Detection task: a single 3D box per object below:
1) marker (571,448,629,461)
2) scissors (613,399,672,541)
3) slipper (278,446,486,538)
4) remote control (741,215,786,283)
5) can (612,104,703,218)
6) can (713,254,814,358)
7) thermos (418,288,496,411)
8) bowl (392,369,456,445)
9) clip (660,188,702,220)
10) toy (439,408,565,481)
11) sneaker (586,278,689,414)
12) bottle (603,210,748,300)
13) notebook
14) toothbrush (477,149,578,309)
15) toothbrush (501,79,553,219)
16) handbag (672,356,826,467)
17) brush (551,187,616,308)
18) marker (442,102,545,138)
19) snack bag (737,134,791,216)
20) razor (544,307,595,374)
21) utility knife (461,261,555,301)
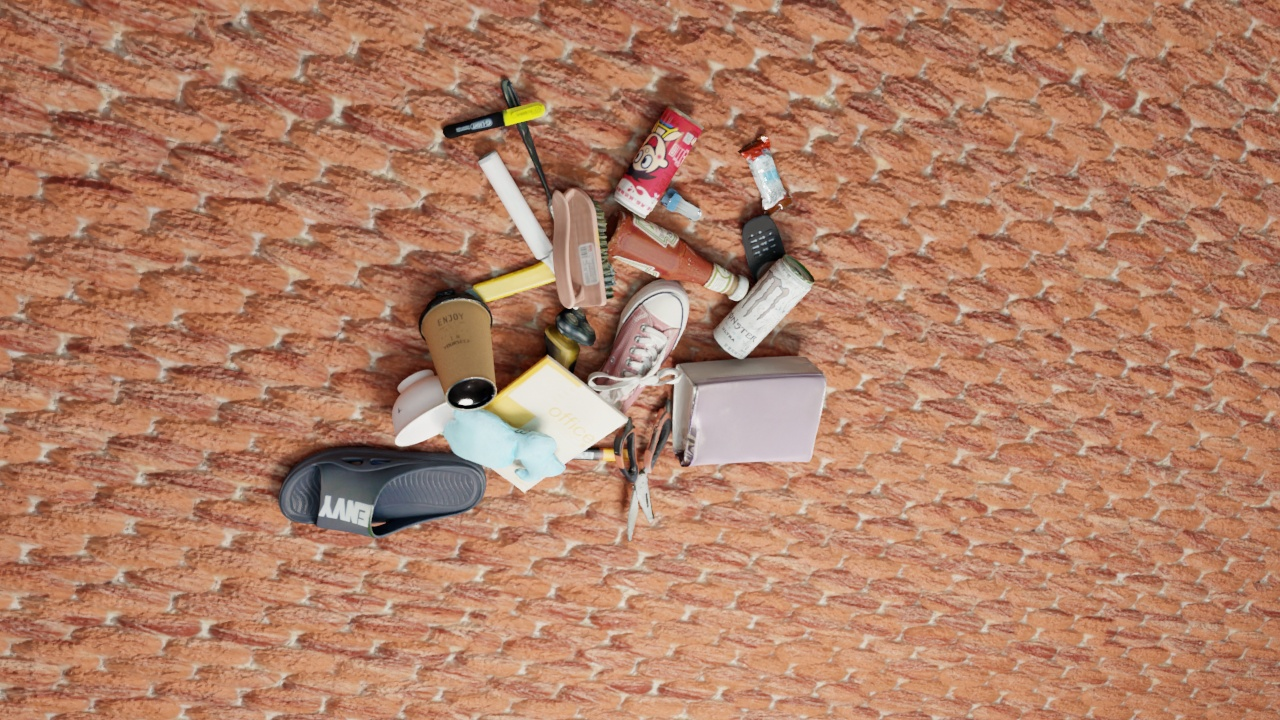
[{"bbox_3d":[-0.071,0.132,1.293,0.123,0.015,0.018,2,110,-13],"label":"marker"},{"bbox_3d":[0.002,0.153,1.289,0.189,0.015,0.224,28,85,-59],"label":"scissors"},{"bbox_3d":[-0.333,0.175,1.202,0.268,0.083,0.111,-1,110,-16],"label":"slipper"},{"bbox_3d":[0.171,-0.135,1.240,0.053,0.024,0.136,-22,119,0],"label":"remote control"},{"bbox_3d":[0.021,-0.245,1.137,0.053,0.053,0.133,28,102,-24],"label":"can"},{"bbox_3d":[0.164,-0.071,1.228,0.058,0.058,0.147,30,117,-24],"label":"can"},{"bbox_3d":[-0.219,-0.012,1.124,0.093,0.143,0.093,-12,140,-10],"label":"thermos"},{"bbox_3d":[-0.272,0.051,1.167,0.118,0.118,0.064,-32,79,-1],"label":"bowl"},{"bbox_3d":[0.056,-0.199,1.187,0.058,0.044,0.027,26,102,-28],"label":"clip"},{"bbox_3d":[-0.184,0.110,1.195,0.156,0.049,0.161,-3,138,10],"label":"toy"},{"bbox_3d":[-0.007,0.007,1.216,0.118,0.088,0.241,28,103,-23],"label":"sneaker"},{"bbox_3d":[0.049,-0.130,1.191,0.206,0.059,0.060,22,105,-22],"label":"bottle"},{"bbox_3d":[-0.139,0.088,1.214,0.207,0.010,0.146,-35,119,28],"label":"notebook"},{"bbox_3d":[-0.132,-0.157,1.136,0.026,0.027,0.221,-50,118,-41],"label":"toothbrush"},{"bbox_3d":[-0.131,-0.252,1.115,0.015,0.018,0.181,-20,114,2],"label":"toothbrush"},{"bbox_3d":[0.147,0.072,1.280,0.196,0.098,0.145,-3,111,-15],"label":"handbag"},{"bbox_3d":[-0.076,-0.138,1.122,0.072,0.063,0.145,-15,102,-50],"label":"brush"},{"bbox_3d":[-0.173,-0.283,1.083,0.124,0.015,0.018,-14,109,0],"label":"marker"},{"bbox_3d":[0.164,-0.239,1.194,0.045,0.026,0.105,-32,118,-11],"label":"snack bag"},{"bbox_3d":[-0.103,0.012,1.213,0.067,0.062,0.168,19,114,9],"label":"razor"},{"bbox_3d":[-0.150,-0.106,1.171,0.177,0.015,0.033,-18,107,-6],"label":"utility knife"}]
